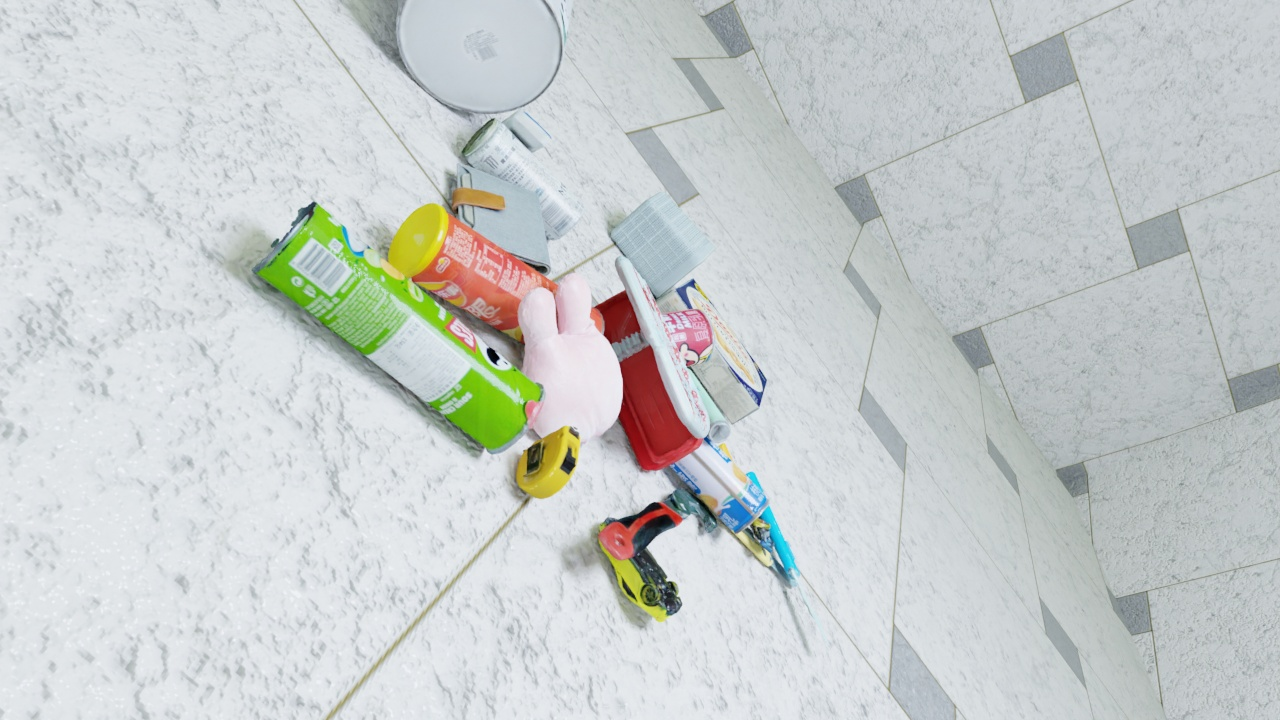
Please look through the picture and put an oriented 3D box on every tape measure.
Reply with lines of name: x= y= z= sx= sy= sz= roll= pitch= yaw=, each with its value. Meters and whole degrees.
tape measure: x=-0.081 y=0.087 z=0.774 sx=0.029 sy=0.060 sz=0.057 roll=41 pitch=34 yaw=-31

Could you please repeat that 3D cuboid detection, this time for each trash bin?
trash bin: x=-0.180 y=-0.440 z=1.080 sx=0.229 sy=0.230 sz=0.251 roll=36 pitch=36 yaw=-36

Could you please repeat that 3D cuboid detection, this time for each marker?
marker: x=0.120 y=0.157 z=1.101 sx=0.018 sy=0.015 sz=0.123 roll=14 pitch=49 yaw=-63

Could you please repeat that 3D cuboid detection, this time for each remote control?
remote control: x=-0.141 y=-0.262 z=1.071 sx=0.049 sy=0.024 sz=0.125 roll=42 pitch=-8 yaw=-18

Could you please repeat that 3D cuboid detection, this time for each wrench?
wrench: x=0.019 y=0.155 z=0.875 sx=0.056 sy=0.016 sz=0.273 roll=49 pitch=14 yaw=16

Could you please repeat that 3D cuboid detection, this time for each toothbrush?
toothbrush: x=0.057 y=0.032 z=1.062 sx=0.224 sy=0.027 sz=0.026 roll=-121 pitch=-153 yaw=-62

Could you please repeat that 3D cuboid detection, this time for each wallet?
wallet: x=-0.146 y=-0.150 z=0.956 sx=0.106 sy=0.037 sz=0.129 roll=19 pitch=37 yaw=-29

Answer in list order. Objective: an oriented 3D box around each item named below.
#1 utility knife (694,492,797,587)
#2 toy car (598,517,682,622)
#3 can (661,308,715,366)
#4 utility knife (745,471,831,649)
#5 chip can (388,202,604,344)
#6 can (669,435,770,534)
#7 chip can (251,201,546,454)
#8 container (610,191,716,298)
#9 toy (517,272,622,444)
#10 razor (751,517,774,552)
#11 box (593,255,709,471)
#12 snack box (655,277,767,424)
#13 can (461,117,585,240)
utility knife: x=0.119 y=0.200 z=1.050 sx=0.201 sy=0.021 sz=0.030 roll=51 pitch=25 yaw=-21
toy car: x=-0.005 y=0.186 z=0.818 sx=0.105 sy=0.032 sz=0.048 roll=53 pitch=16 yaw=24
can: x=0.031 y=-0.022 z=1.062 sx=0.093 sy=0.067 sz=0.066 roll=-10 pitch=63 yaw=-28
utility knife: x=0.170 y=0.228 z=1.072 sx=0.034 sy=0.018 sz=0.234 roll=48 pitch=16 yaw=-55
chip can: x=-0.128 y=-0.065 z=0.863 sx=0.216 sy=0.073 sz=0.073 roll=31 pitch=34 yaw=-42
can: x=0.075 y=0.122 z=0.994 sx=0.134 sy=0.053 sz=0.053 roll=46 pitch=24 yaw=4
chip can: x=-0.181 y=-0.021 z=0.713 sx=0.236 sy=0.072 sz=0.072 roll=42 pitch=28 yaw=-26
container: x=0.029 y=-0.161 z=1.249 sx=0.111 sy=0.090 sz=0.089 roll=50 pitch=25 yaw=-5
toy: x=-0.066 y=0.002 z=0.851 sx=0.121 sy=0.054 sz=0.159 roll=-27 pitch=114 yaw=-46
razor: x=0.108 y=0.156 z=1.047 sx=0.142 sy=0.022 sz=0.042 roll=49 pitch=6 yaw=10
box: x=-0.003 y=0.003 z=0.949 sx=0.100 sy=0.110 sz=0.201 roll=26 pitch=37 yaw=-60
snack box: x=0.093 y=-0.019 z=1.202 sx=0.178 sy=0.046 sz=0.182 roll=54 pitch=15 yaw=-2
can: x=-0.132 y=-0.205 z=1.048 sx=0.146 sy=0.058 sz=0.058 roll=43 pitch=27 yaw=-25
